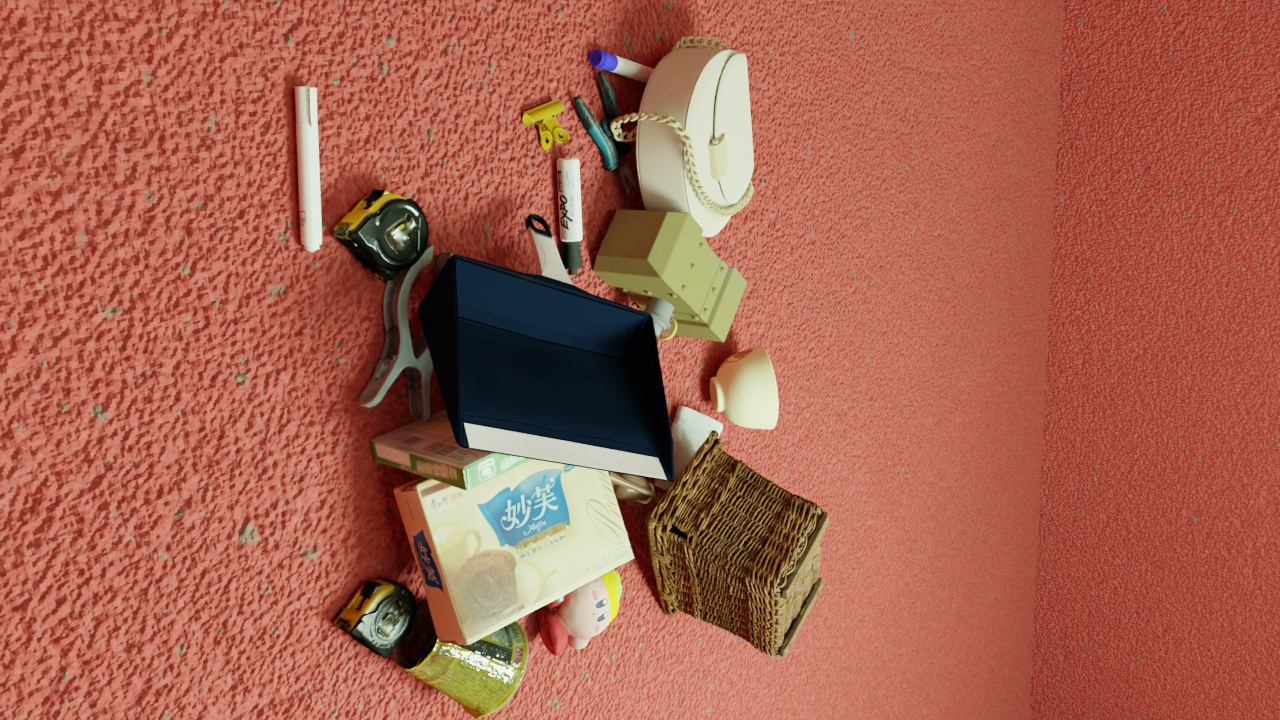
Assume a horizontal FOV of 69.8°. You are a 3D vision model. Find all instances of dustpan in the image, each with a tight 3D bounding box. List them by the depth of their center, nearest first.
[{"bbox_3d":[-0.081,-0.029,0.867,0.236,0.273,0.080,15,125,-38],"label":"dustpan"}]

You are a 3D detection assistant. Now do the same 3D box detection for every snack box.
[{"bbox_3d":[-0.146,0.070,0.868,0.167,0.132,0.027,-23,115,-48],"label":"snack box"},{"bbox_3d":[-0.117,0.160,0.889,0.206,0.055,0.153,-19,94,-39],"label":"snack box"}]

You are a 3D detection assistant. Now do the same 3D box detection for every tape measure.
[{"bbox_3d":[-0.223,-0.112,0.808,0.071,0.042,0.072,52,54,-40],"label":"tape measure"},{"bbox_3d":[-0.240,0.238,0.858,0.062,0.038,0.067,-57,136,-28],"label":"tape measure"}]

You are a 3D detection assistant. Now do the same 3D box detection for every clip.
[{"bbox_3d":[-0.200,-0.023,0.866,0.108,0.028,0.163,27,76,-50],"label":"clip"},{"bbox_3d":[-0.099,-0.244,0.964,0.052,0.035,0.046,-38,107,-43],"label":"clip"}]

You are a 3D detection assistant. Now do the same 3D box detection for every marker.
[{"bbox_3d":[-0.271,-0.156,0.753,0.017,0.020,0.133,-10,105,-47],"label":"marker"},{"bbox_3d":[-0.076,-0.156,1.001,0.025,0.025,0.126,-18,111,-49],"label":"marker"},{"bbox_3d":[-0.007,-0.334,1.059,0.141,0.020,0.020,-4,100,-53],"label":"marker"}]

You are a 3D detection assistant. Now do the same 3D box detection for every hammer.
[{"bbox_3d":[-0.006,0.006,1.064,0.190,0.101,0.324,41,67,-48],"label":"hammer"}]

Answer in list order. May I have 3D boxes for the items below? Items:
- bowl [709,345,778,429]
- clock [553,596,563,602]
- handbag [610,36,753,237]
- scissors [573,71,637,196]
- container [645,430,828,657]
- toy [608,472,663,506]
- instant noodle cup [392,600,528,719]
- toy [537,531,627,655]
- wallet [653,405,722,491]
[{"bbox_3d":[0.137,0.042,1.267,0.074,0.118,0.118,-8,108,-8],"label":"bowl"},{"bbox_3d":[-0.122,0.172,0.970,0.121,0.076,0.161,13,76,-42],"label":"clock"},{"bbox_3d":[0.063,-0.260,1.096,0.207,0.103,0.211,-55,146,-41],"label":"handbag"},{"bbox_3d":[-0.034,-0.257,1.040,0.122,0.019,0.149,-11,107,-52],"label":"scissors"},{"bbox_3d":[0.132,0.250,1.173,0.161,0.183,0.250,-52,151,-30],"label":"container"},{"bbox_3d":[-0.021,0.150,1.114,0.101,0.055,0.041,27,78,-28],"label":"toy"},{"bbox_3d":[-0.182,0.289,0.907,0.108,0.102,0.102,40,65,-39],"label":"instant noodle cup"},{"bbox_3d":[-0.063,0.267,1.077,0.131,0.097,0.124,-7,97,-33],"label":"toy"},{"bbox_3d":[0.059,0.123,1.232,0.086,0.032,0.116,32,76,-41],"label":"wallet"}]
